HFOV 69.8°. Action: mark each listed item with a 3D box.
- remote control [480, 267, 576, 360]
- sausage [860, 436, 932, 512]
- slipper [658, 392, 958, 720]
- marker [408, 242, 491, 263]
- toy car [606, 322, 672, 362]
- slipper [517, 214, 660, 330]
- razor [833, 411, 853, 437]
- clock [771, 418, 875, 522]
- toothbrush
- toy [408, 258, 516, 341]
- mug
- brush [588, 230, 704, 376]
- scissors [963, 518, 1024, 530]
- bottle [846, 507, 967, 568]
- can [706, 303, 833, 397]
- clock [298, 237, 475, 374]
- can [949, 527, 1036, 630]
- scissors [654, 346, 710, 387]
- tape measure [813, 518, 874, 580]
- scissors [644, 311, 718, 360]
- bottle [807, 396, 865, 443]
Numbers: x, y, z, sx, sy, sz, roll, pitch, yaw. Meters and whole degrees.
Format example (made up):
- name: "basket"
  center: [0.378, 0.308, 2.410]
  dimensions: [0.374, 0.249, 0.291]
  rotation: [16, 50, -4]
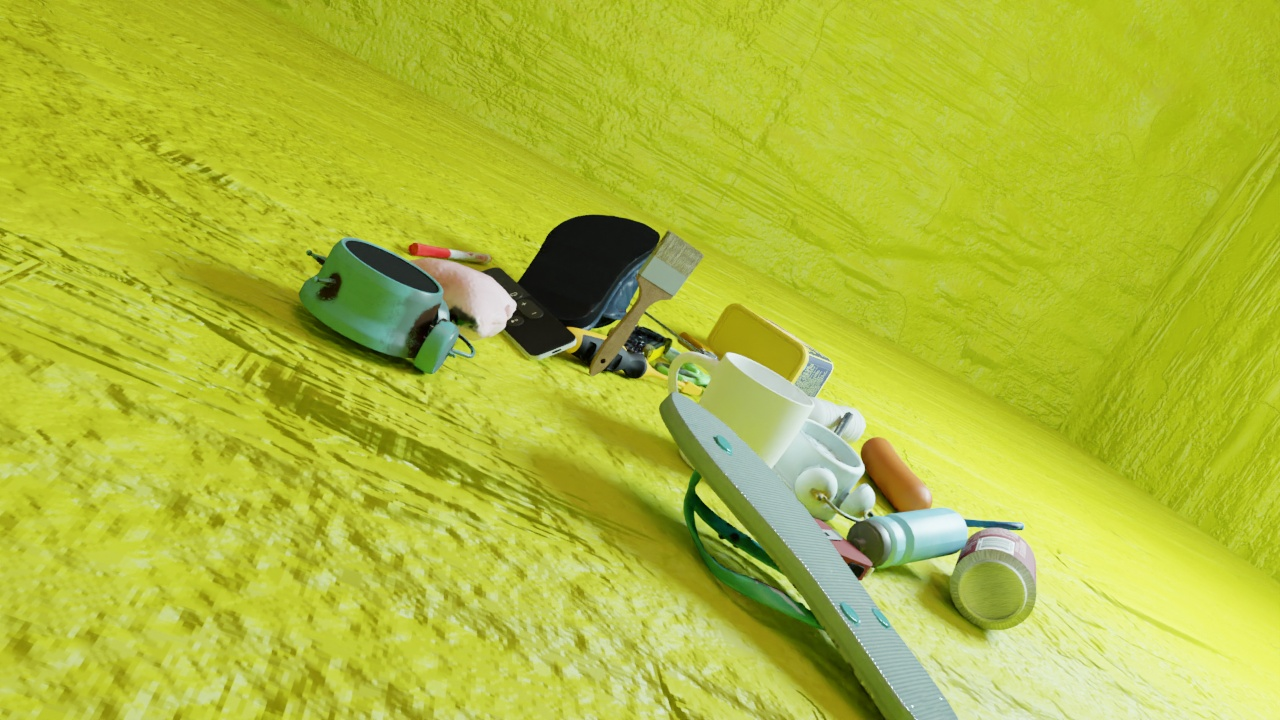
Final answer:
- name: "remote control"
  center: [-0.111, -0.044, 0.812]
  dimensions: [0.045, 0.008, 0.146]
  rotation: [-23, 42, -27]
- name: "sausage"
  center: [0.270, 0.122, 0.986]
  dimensions: [0.044, 0.039, 0.164]
  rotation: [24, 13, -8]
- name: "slipper"
  center: [0.090, 0.129, 0.566]
  dimensions: [0.098, 0.055, 0.268]
  rotation: [16, 29, -53]
- name: "marker"
  center: [-0.191, -0.109, 0.935]
  dimensions: [0.013, 0.013, 0.142]
  rotation: [33, 13, 16]
- name: "toy car"
  center: [-0.002, -0.016, 0.942]
  dimensions: [0.049, 0.030, 0.106]
  rotation: [26, 17, 17]
- name: "slipper"
  center: [-0.059, -0.073, 0.948]
  dimensions: [0.109, 0.084, 0.264]
  rotation: [15, 33, 9]
- name: "razor"
  center: [0.214, 0.080, 0.999]
  dimensions: [0.042, 0.026, 0.105]
  rotation: [30, 30, 14]
- name: "clock"
  center: [0.151, 0.100, 0.777]
  dimensions: [0.083, 0.057, 0.117]
  rotation: [21, 22, -33]
- name: "toothbrush"
  center: [-0.005, 0.005, 0.868]
  dimensions: [0.196, 0.031, 0.031]
  rotation: [23, 17, -44]
- name: "toy"
  center: [-0.141, -0.049, 0.722]
  dimensions: [0.102, 0.050, 0.093]
  rotation: [31, 15, 21]
- name: "mug"
  center: [0.067, 0.043, 0.733]
  dimensions: [0.114, 0.088, 0.080]
  rotation: [31, 13, 6]
- name: "brush"
  center: [-0.003, -0.045, 0.797]
  dimensions: [0.045, 0.143, 0.008]
  rotation: [30, 11, -37]
- name: "scissors"
  center: [0.286, 0.150, 0.848]
  dimensions: [0.140, 0.011, 0.134]
  rotation: [-1, -13, 24]
- name: "bottle"
  center: [0.212, 0.142, 0.737]
  dimensions: [0.129, 0.040, 0.040]
  rotation: [2, 28, -40]
- name: "can"
  center: [0.171, -0.007, 1.199]
  dimensions: [0.135, 0.075, 0.104]
  rotation: [38, 12, 32]
- name: "clock"
  center: [-0.163, -0.035, 0.613]
  dimensions: [0.124, 0.053, 0.090]
  rotation: [25, 14, -32]
- name: "can"
  center: [0.294, 0.178, 0.761]
  dimensions: [0.063, 0.063, 0.114]
  rotation: [34, 13, 19]
- name: "scissors"
  center: [0.073, 0.019, 1.011]
  dimensions: [0.171, 0.024, 0.166]
  rotation: [21, 9, -42]
- name: "tape measure"
  center: [0.139, 0.138, 0.679]
  dimensions: [0.051, 0.019, 0.059]
  rotation: [15, 19, -48]
- name: "scissors"
  center: [0.090, 0.009, 0.982]
  dimensions: [0.230, 0.016, 0.225]
  rotation: [36, 3, 0]
- name: "bottle"
  center: [0.210, 0.068, 1.054]
  dimensions: [0.136, 0.044, 0.044]
  rotation: [15, 19, -48]
